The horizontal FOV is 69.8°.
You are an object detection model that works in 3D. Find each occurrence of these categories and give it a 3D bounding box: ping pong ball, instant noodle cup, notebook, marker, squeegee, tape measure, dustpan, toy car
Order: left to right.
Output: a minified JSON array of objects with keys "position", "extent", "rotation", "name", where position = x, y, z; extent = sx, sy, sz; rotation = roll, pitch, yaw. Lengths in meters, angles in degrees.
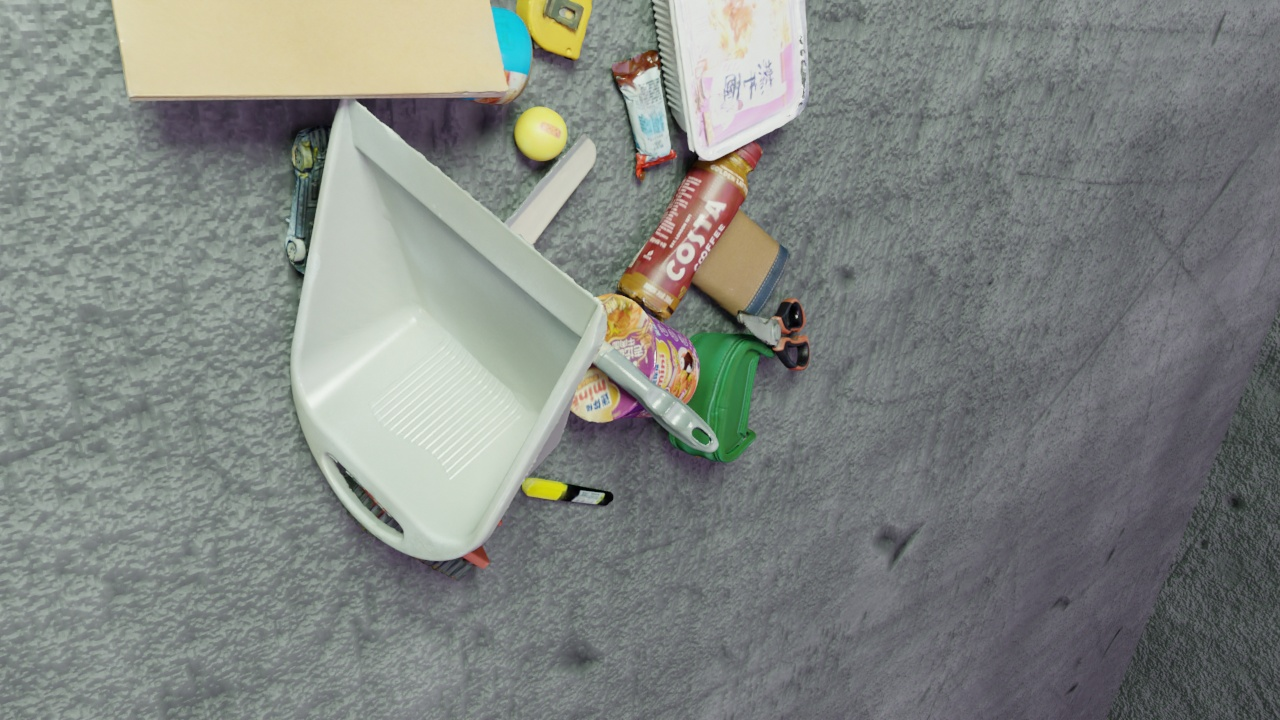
[{"position":[-0.188,-0.225,0.526],"extent":[0.211,0.012,0.149],"rotation":[-10,90,-28],"name":"notebook"},{"position":[-0.215,-0.108,0.625],"extent":[0.048,0.031,0.106],"rotation":[-7,122,-39],"name":"toy car"},{"position":[-0.152,0.013,0.596],"extent":[0.142,0.223,0.258],"rotation":[-43,162,-24],"name":"dustpan"},{"position":[-0.076,-0.173,0.702],"extent":[0.040,0.040,0.040],"rotation":[-21,126,-32],"name":"ping pong ball"},{"position":[-0.061,-0.256,0.676],"extent":[0.057,0.029,0.060],"rotation":[3,111,-41],"name":"tape measure"},{"position":[-0.070,0.130,0.905],"extent":[0.124,0.015,0.018],"rotation":[19,101,-49],"name":"marker"},{"position":[-0.034,-0.009,0.741],"extent":[0.246,0.039,0.246],"rotation":[40,84,-3],"name":"squeegee"},{"position":[-0.005,0.005,0.826],"extent":[0.099,0.111,0.111],"rotation":[14,104,-53],"name":"instant noodle cup"},{"position":[0.070,-0.270,0.761],"extent":[0.137,0.060,0.174],"rotation":[-31,132,-24],"name":"instant noodle cup"}]

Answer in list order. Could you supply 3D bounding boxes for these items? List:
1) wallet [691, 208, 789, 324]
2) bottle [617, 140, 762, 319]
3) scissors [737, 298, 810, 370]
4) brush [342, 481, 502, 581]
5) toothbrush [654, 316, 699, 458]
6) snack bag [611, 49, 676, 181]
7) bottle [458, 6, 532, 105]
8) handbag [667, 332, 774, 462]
[{"position":[0.093,-0.096,0.903],"extent":[0.115,0.033,0.090],"rotation":[30,89,-46],"name":"wallet"},{"position":[0.047,-0.124,0.826],"extent":[0.057,0.057,0.175],"rotation":[31,92,-46],"name":"bottle"},{"position":[0.136,-0.043,0.927],"extent":[0.210,0.015,0.176],"rotation":[61,35,-43],"name":"scissors"},{"position":[-0.180,0.124,0.769],"extent":[0.069,0.063,0.146],"rotation":[-43,134,2],"name":"brush"},{"position":[0.039,0.032,0.939],"extent":[0.015,0.016,0.190],"rotation":[-36,133,-22],"name":"toothbrush"},{"position":[0.006,-0.203,0.766],"extent":[0.045,0.026,0.105],"rotation":[-26,128,-17],"name":"snack bag"},{"position":[-0.174,-0.204,0.581],"extent":[0.218,0.065,0.065],"rotation":[-6,117,-39],"name":"bottle"},{"position":[0.089,0.035,0.934],"extent":[0.120,0.068,0.131],"rotation":[-8,109,-52],"name":"handbag"}]
